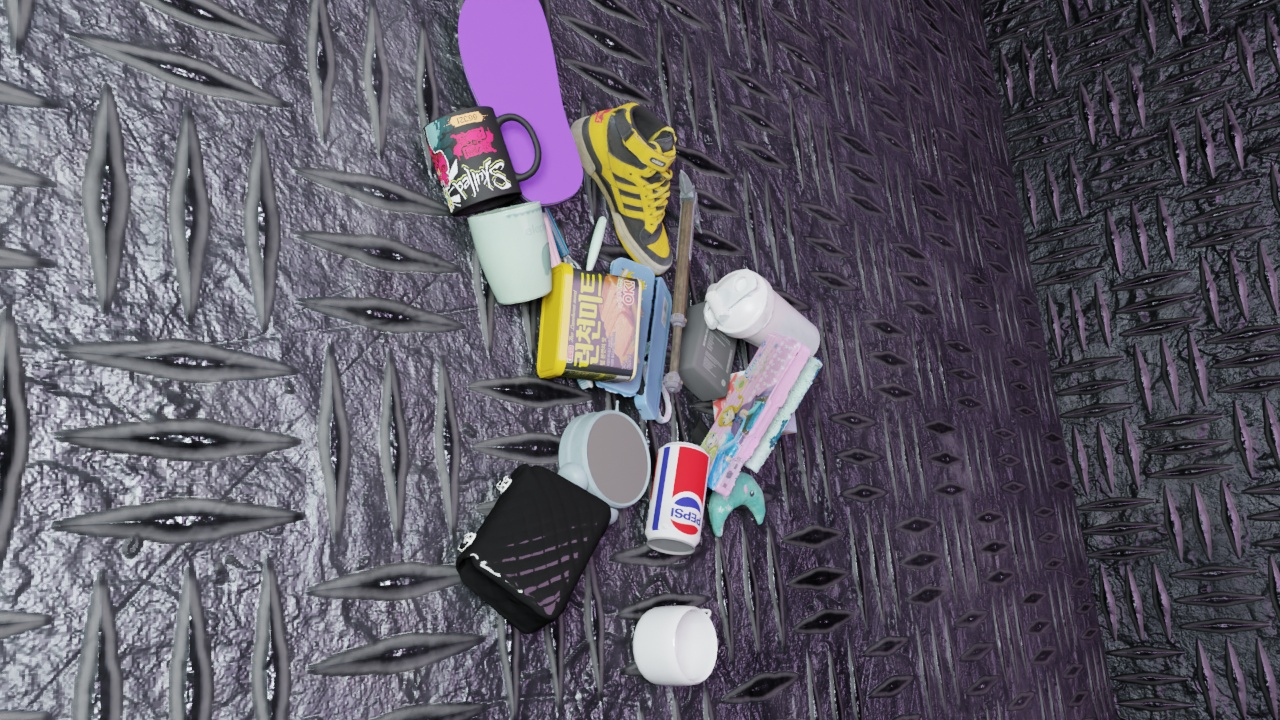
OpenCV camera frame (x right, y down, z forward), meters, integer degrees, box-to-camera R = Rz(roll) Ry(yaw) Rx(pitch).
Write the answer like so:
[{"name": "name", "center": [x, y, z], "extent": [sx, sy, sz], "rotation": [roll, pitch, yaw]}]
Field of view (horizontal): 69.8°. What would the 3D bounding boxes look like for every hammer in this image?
[{"name": "hammer", "center": [0.055, -0.104, 1.261], "extent": [0.147, 0.028, 0.316], "rotation": [68, 25, -62]}]

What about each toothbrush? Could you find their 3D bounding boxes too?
[{"name": "toothbrush", "center": [-0.096, -0.072, 1.125], "extent": [0.027, 0.027, 0.222], "rotation": [-24, 98, -72]}, {"name": "toothbrush", "center": [-0.065, -0.128, 1.191], "extent": [0.022, 0.015, 0.154], "rotation": [41, 49, -37]}]

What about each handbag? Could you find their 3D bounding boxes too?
[{"name": "handbag", "center": [-0.123, 0.199, 0.978], "extent": [0.125, 0.115, 0.153], "rotation": [37, 51, -7]}]

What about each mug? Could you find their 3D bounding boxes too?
[{"name": "mug", "center": [-0.138, -0.125, 1.054], "extent": [0.111, 0.084, 0.104], "rotation": [-52, 131, -68]}, {"name": "mug", "center": [0.047, 0.344, 1.130], "extent": [0.115, 0.068, 0.094], "rotation": [-41, 110, -49]}, {"name": "mug", "center": [-0.169, -0.225, 1.018], "extent": [0.082, 0.118, 0.098], "rotation": [-102, 173, -85]}]

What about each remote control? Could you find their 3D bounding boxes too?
[{"name": "remote control", "center": [0.116, 0.143, 1.322], "extent": [0.147, 0.015, 0.033], "rotation": [54, 43, -24]}]

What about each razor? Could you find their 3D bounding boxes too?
[{"name": "razor", "center": [-0.105, -0.156, 1.148], "extent": [0.042, 0.022, 0.144], "rotation": [-28, 98, -15]}]

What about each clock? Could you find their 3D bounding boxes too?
[{"name": "clock", "center": [-0.046, 0.130, 1.106], "extent": [0.122, 0.045, 0.158], "rotation": [53, 42, -24]}]

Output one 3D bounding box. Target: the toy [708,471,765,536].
[{"name": "toy", "center": [0.139, 0.201, 1.306], "extent": [0.105, 0.033, 0.085], "rotation": [-6, 92, -37]}]

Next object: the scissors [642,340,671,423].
[{"name": "scissors", "center": [-0.003, 0.011, 1.224], "extent": [0.170, 0.013, 0.177], "rotation": [-37, 105, -53]}]

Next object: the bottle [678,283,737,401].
[{"name": "bottle", "center": [0.100, -0.036, 1.336], "extent": [0.083, 0.046, 0.173], "rotation": [41, 49, -35]}]

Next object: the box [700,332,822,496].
[{"name": "box", "center": [0.159, 0.077, 1.253], "extent": [0.071, 0.085, 0.230], "rotation": [31, 90, -28]}]

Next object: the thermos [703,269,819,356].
[{"name": "thermos", "center": [0.179, -0.056, 1.328], "extent": [0.220, 0.100, 0.099], "rotation": [27, 58, -49]}]

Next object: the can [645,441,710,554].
[{"name": "can", "center": [0.048, 0.177, 1.184], "extent": [0.070, 0.070, 0.131], "rotation": [35, 53, -39]}]

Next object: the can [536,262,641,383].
[{"name": "can", "center": [-0.059, -0.040, 1.083], "extent": [0.101, 0.073, 0.130], "rotation": [8, 81, -25]}]

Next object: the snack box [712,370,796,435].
[{"name": "snack box", "center": [0.165, 0.066, 1.343], "extent": [0.079, 0.095, 0.093], "rotation": [9, 72, -48]}]

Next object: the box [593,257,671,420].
[{"name": "box", "center": [-0.001, -0.033, 1.199], "extent": [0.125, 0.043, 0.208], "rotation": [39, 45, -37]}]

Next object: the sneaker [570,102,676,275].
[{"name": "sneaker", "center": [0.011, -0.234, 1.232], "extent": [0.238, 0.122, 0.085], "rotation": [58, 43, -19]}]

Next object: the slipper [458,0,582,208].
[{"name": "slipper", "center": [-0.145, -0.309, 1.097], "extent": [0.107, 0.084, 0.266], "rotation": [-19, 92, -10]}]
